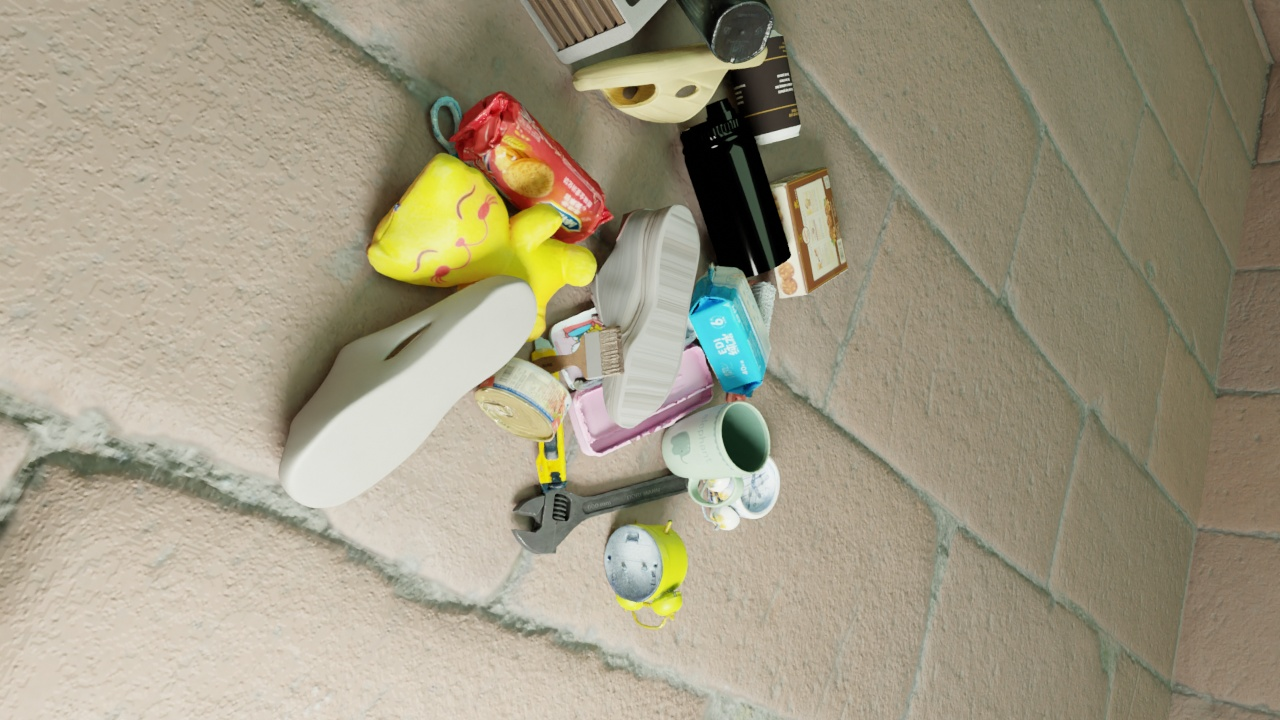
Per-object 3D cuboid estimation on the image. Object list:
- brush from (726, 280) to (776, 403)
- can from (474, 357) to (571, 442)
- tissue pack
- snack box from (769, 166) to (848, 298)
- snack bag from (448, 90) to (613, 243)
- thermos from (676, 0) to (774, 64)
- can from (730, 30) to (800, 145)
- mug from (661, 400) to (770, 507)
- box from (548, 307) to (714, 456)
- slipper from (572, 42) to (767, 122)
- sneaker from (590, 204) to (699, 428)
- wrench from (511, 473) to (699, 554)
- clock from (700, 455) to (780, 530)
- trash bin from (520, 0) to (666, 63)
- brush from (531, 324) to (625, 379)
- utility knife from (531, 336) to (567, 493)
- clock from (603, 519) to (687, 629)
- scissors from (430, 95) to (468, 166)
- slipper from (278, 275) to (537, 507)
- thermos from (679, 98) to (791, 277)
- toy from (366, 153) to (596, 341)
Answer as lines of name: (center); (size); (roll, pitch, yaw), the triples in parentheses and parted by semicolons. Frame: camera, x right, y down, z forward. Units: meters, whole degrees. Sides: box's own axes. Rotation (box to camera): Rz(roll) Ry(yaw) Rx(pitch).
brush: (0.139, -0.019, 1.148); (0.041, 0.030, 0.172); (20, 77, -40)
can: (-0.112, 0.038, 0.879); (0.086, 0.086, 0.043); (46, 58, -32)
tissue pack: (0.103, -0.038, 1.065); (0.144, 0.062, 0.092); (65, 26, -23)
snack box: (0.213, -0.168, 1.190); (0.146, 0.041, 0.143); (-30, 110, -52)
snack bag: (-0.105, -0.182, 0.887); (0.176, 0.082, 0.082); (41, 63, -43)
thermos: (0.073, -0.412, 0.991); (0.098, 0.098, 0.220); (17, 39, -41)
can: (0.153, -0.335, 1.136); (0.071, 0.072, 0.128); (-25, 106, -40)
mug: (0.081, 0.109, 1.032); (0.084, 0.104, 0.111); (9, 71, -43)
box: (-0.006, 0.006, 1.013); (0.200, 0.037, 0.153); (-23, 96, -40)
slipper: (0.045, -0.305, 1.011); (0.260, 0.111, 0.079); (-26, 114, -38)
sneaker: (-0.011, -0.050, 0.962); (0.099, 0.090, 0.236); (19, 83, -51)
wrench: (-0.029, 0.153, 0.998); (0.272, 0.018, 0.073); (-7, 85, -44)
clock: (0.115, 0.154, 1.112); (0.125, 0.052, 0.089); (-22, 105, -38)
trash bin: (-0.074, -0.432, 0.898); (0.229, 0.115, 0.114); (53, 57, -29)
brush: (-0.067, 0.001, 0.881); (0.008, 0.143, 0.045); (2, 80, -44)
utility knife: (-0.095, 0.054, 0.930); (0.030, 0.017, 0.159); (-5, 82, -8)
clock: (0.006, 0.230, 0.988); (0.057, 0.083, 0.119); (5, 83, -49)
scissors: (-0.162, -0.180, 0.886); (0.117, 0.013, 0.140); (-3, 92, -47)
slipper: (-0.208, 0.010, 0.795); (0.265, 0.080, 0.113); (-44, 153, -15)
thermos: (0.108, -0.204, 1.083); (0.085, 0.086, 0.199); (-35, 112, -37)
toy: (-0.141, -0.108, 0.845); (0.193, 0.087, 0.135); (26, 114, -39)
